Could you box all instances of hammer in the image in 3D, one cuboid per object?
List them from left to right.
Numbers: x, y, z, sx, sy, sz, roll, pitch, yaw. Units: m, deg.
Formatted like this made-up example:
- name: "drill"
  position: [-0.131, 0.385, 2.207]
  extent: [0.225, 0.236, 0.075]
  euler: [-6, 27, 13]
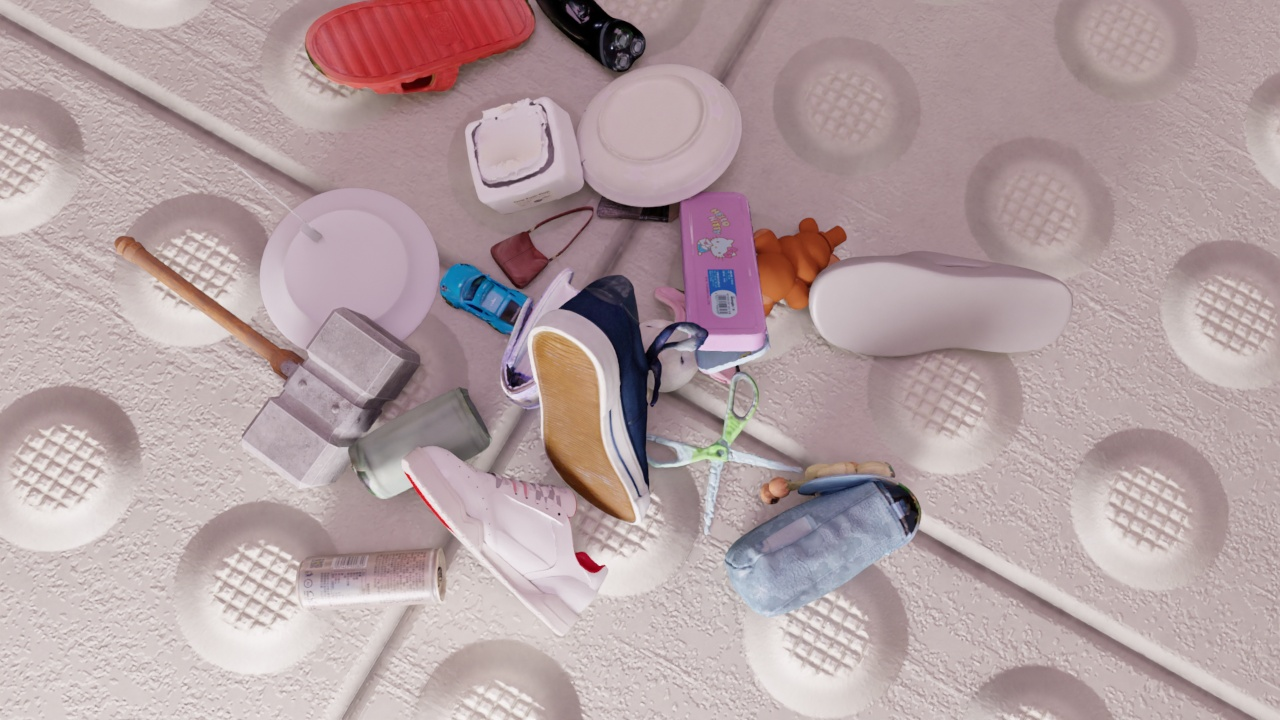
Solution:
- name: "hammer"
  position: [-0.397, -0.030, 0.912]
  extent: [0.317, 0.083, 0.162]
  euler: [35, 88, 4]

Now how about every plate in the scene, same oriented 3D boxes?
- name: "plate"
  position: [-0.309, -0.096, 0.970]
  extent: [0.188, 0.016, 0.188]
  euler: [0, 80, -2]
- name: "plate"
  position: [0.014, -0.248, 0.970]
  extent: [0.182, 0.034, 0.182]
  euler: [-5, 65, 11]

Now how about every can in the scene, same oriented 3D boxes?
- name: "can"
  position: [-0.262, 0.214, 0.896]
  extent: [0.135, 0.054, 0.054]
  euler: [-4, 80, -3]

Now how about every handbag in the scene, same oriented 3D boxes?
- name: "handbag"
  position: [-0.212, 0.082, 0.897]
  extent: [0.121, 0.106, 0.067]
  euler: [-28, 84, -6]
- name: "handbag"
  position: [-0.091, -0.014, 0.891]
  extent: [0.069, 0.159, 0.126]
  euler: [39, 81, 2]
- name: "handbag"
  position: [-0.098, -0.130, 0.981]
  extent: [0.119, 0.029, 0.055]
  euler: [-37, 85, -13]
- name: "handbag"
  position: [0.168, 0.162, 0.891]
  extent: [0.192, 0.122, 0.118]
  euler: [-27, 83, -2]

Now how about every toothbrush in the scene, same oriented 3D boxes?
- name: "toothbrush"
  position: [-0.346, -0.147, 0.876]
  extent: [0.010, 0.181, 0.010]
  euler: [38, 83, 10]

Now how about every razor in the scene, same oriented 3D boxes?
- name: "razor"
  position: [-0.059, -0.374, 1.004]
  extent: [0.140, 0.064, 0.053]
  euler: [39, 80, 4]

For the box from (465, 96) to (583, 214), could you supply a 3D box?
- name: "box"
  position: [-0.127, -0.219, 0.948]
  extent: [0.107, 0.091, 0.102]
  euler: [-14, 82, 13]

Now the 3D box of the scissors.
- name: "scissors"
  position: [0.081, 0.094, 0.936]
  extent: [0.172, 0.021, 0.171]
  euler: [12, 92, 0]

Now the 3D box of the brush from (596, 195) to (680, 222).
- name: "brush"
  position: [0.029, -0.168, 0.996]
  extent: [0.151, 0.012, 0.039]
  euler: [4, 79, -1]

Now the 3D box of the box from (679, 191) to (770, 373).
- name: "box"
  position: [0.081, -0.085, 0.907]
  extent: [0.078, 0.065, 0.213]
  euler: [-9, 47, 8]

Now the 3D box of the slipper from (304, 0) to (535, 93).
- name: "slipper"
  position: [-0.234, -0.343, 0.997]
  extent: [0.248, 0.059, 0.103]
  euler: [-20, 82, -21]

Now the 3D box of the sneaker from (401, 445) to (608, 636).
- name: "sneaker"
  position: [-0.116, 0.147, 0.867]
  extent: [0.104, 0.090, 0.236]
  euler: [-46, 111, -17]

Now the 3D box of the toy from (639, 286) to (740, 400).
- name: "toy"
  position: [-0.005, 0.005, 0.919]
  extent: [0.205, 0.106, 0.131]
  euler: [-32, 79, -9]

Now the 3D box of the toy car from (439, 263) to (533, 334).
- name: "toy car"
  position: [-0.163, -0.065, 0.962]
  extent: [0.105, 0.032, 0.048]
  euler: [30, 81, 5]

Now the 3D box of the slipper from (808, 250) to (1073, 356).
- name: "slipper"
  position: [0.306, -0.068, 0.959]
  extent: [0.266, 0.080, 0.113]
  euler: [1, 124, 2]

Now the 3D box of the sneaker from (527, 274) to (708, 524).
- name: "sneaker"
  position: [-0.016, 0.038, 0.844]
  extent: [0.121, 0.295, 0.127]
  euler: [22, 52, 24]

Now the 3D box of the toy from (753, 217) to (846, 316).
- name: "toy"
  position: [0.160, -0.103, 0.973]
  extent: [0.127, 0.065, 0.095]
  euler: [-32, 89, -16]
